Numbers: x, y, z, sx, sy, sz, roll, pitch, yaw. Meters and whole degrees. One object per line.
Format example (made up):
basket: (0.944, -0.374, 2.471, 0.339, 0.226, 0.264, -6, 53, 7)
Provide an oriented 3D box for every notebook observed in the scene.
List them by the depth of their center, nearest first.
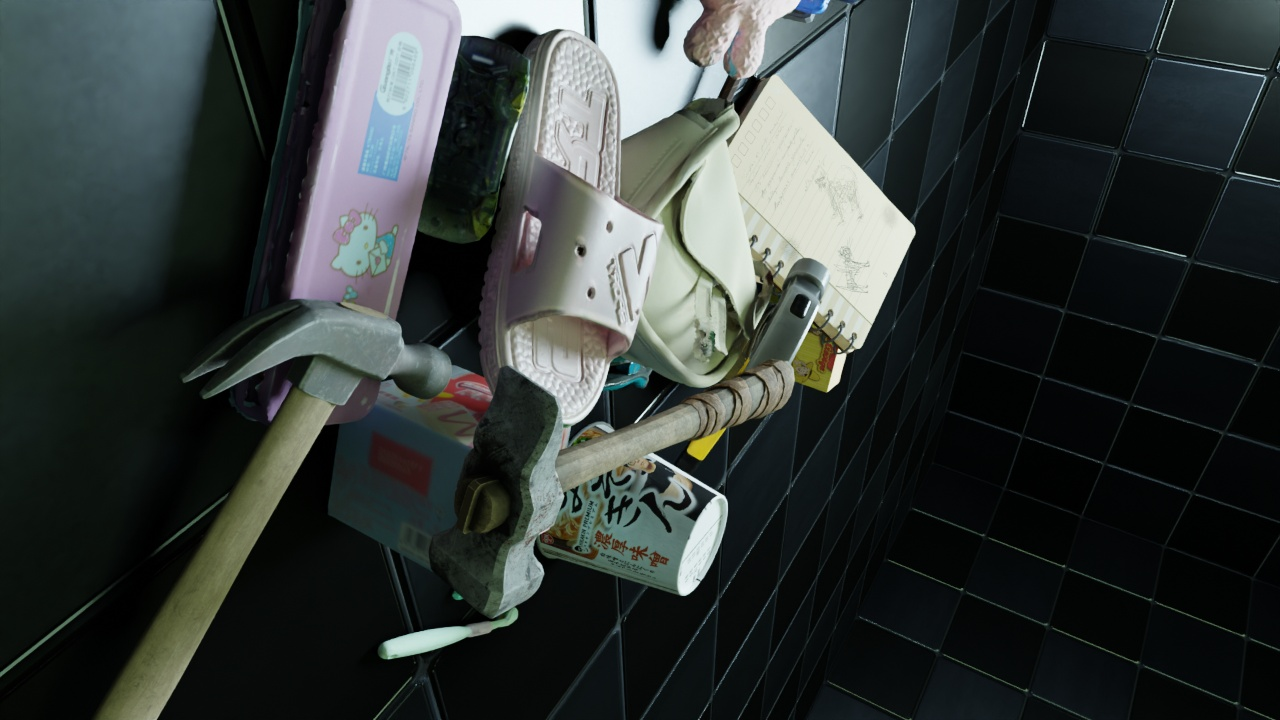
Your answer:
notebook: (0.157, -0.129, 0.847, 0.225, 0.024, 0.167, 40, 66, -23)

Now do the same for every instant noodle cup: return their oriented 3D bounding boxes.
instant noodle cup: (-0.002, 0.129, 0.757, 0.123, 0.122, 0.124, -45, 146, -43)

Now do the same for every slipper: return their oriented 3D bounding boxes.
slipper: (-0.030, -0.079, 0.513, 0.094, 0.065, 0.239, 22, 66, -50)

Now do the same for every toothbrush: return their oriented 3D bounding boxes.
toothbrush: (-0.135, 0.196, 0.660, 0.022, 0.015, 0.154, -42, 159, 14)

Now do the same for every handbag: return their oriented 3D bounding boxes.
handbag: (0.046, -0.065, 0.668, 0.183, 0.132, 0.229, -51, 150, -21)

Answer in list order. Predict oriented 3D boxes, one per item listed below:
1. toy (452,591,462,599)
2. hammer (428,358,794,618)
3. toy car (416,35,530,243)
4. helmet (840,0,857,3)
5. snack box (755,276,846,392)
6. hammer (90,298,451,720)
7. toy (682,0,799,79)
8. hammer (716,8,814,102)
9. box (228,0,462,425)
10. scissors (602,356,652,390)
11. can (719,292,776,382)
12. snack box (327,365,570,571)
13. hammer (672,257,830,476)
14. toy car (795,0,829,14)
toy: (-0.102, 0.119, 0.655, 0.084, 0.033, 0.105, -30, 137, -39)
hammer: (0.012, 0.040, 0.532, 0.317, 0.049, 0.122, -15, 132, -55)
toy car: (-0.091, -0.115, 0.481, 0.033, 0.048, 0.105, -124, -130, -81)
helmet: (0.054, -0.304, 0.407, 0.271, 0.223, 0.233, -87, -159, -65)
snack box: (0.149, -0.033, 0.942, 0.040, 0.126, 0.088, -27, 131, -57)
hammer: (-0.206, 0.118, 0.404, 0.331, 0.031, 0.119, -58, 151, -1)
toy: (0.071, -0.263, 0.674, 0.108, 0.053, 0.105, 2, 111, -38)
hammer: (0.068, -0.212, 0.747, 0.322, 0.044, 0.098, -65, 155, -5)
box: (-0.138, -0.072, 0.428, 0.076, 0.033, 0.214, -4, 112, -62)
scissors: (-0.007, 0.009, 0.783, 0.137, 0.019, 0.136, -60, 156, -23)
can: (0.090, -0.021, 0.891, 0.089, 0.075, 0.090, -45, 146, -43)
snack box: (-0.106, 0.058, 0.520, 0.094, 0.093, 0.079, -15, 122, -60)
hammer: (0.063, 0.061, 0.813, 0.169, 0.034, 0.326, -57, 178, -47)
toy car: (0.133, -0.313, 0.688, 0.061, 0.033, 0.092, -25, 135, -64)
